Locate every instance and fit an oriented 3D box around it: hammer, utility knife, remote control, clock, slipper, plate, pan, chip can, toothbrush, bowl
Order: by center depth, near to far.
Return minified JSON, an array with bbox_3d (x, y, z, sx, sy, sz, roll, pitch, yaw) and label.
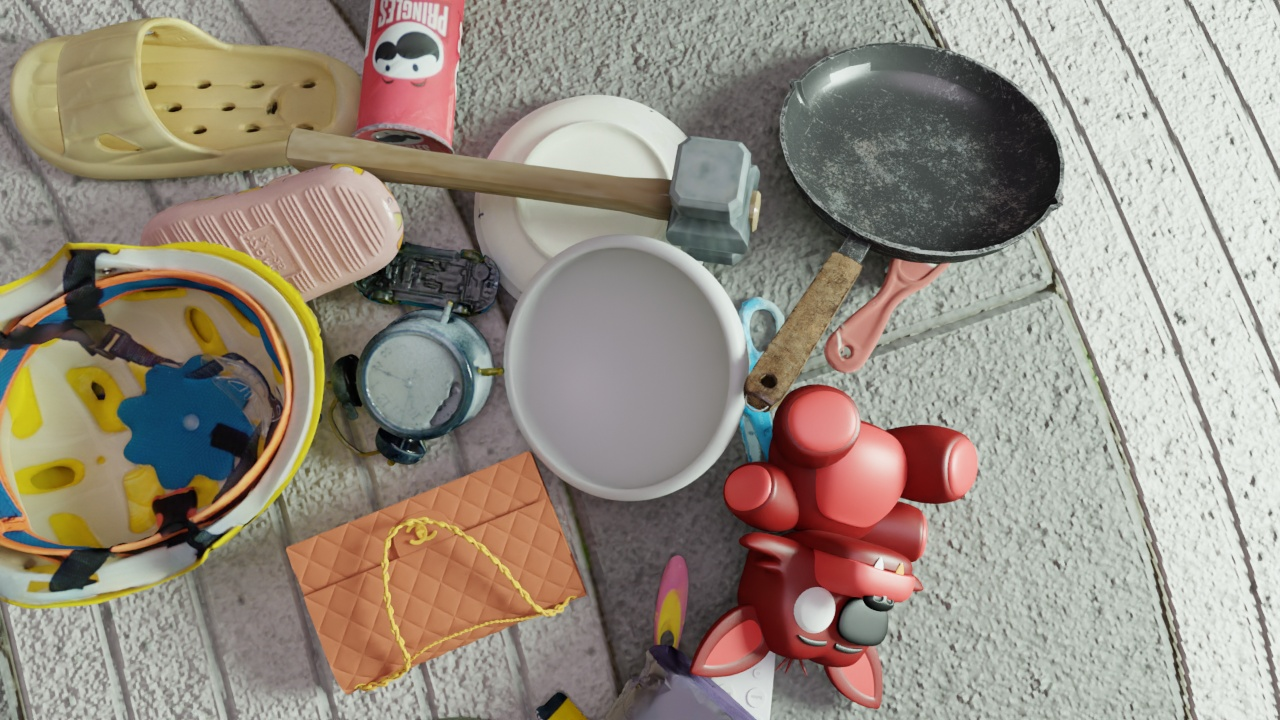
[{"bbox_3d":[-0.081,-0.121,0.617,0.323,0.117,0.051,9,80,8],"label":"hammer"},{"bbox_3d":[-0.013,0.289,0.621,0.155,0.017,0.030,45,52,7],"label":"utility knife"},{"bbox_3d":[-0.004,0.004,0.629,0.177,0.066,0.176,2,95,25],"label":"bowl"},{"bbox_3d":[0.158,-0.093,0.631,0.208,0.040,0.356,30,64,14],"label":"pan"},{"bbox_3d":[0.067,0.247,0.634,0.043,0.013,0.136,7,81,-1],"label":"remote control"},{"bbox_3d":[-0.160,0.018,0.637,0.129,0.052,0.090,-36,97,13],"label":"clock"},{"bbox_3d":[0.017,0.204,0.640,0.021,0.016,0.135,8,78,1],"label":"toothbrush"},{"bbox_3d":[-0.249,-0.087,0.645,0.197,0.081,0.093,-11,117,16],"label":"slipper"},{"bbox_3d":[-0.335,-0.190,0.660,0.261,0.079,0.111,1,84,-2],"label":"slipper"},{"bbox_3d":[-0.034,-0.117,0.679,0.182,0.034,0.182,0,81,-2],"label":"plate"},{"bbox_3d":[-0.165,-0.265,0.680,0.073,0.073,0.232,3,80,-2],"label":"chip can"}]

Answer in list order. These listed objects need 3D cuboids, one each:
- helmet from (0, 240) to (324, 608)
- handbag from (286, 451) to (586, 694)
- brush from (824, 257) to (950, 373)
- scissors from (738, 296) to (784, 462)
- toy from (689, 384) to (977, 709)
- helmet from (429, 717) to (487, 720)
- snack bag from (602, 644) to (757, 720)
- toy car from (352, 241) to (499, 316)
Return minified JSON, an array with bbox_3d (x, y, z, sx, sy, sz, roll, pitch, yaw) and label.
[{"bbox_3d":[-0.314,0.038,0.594,0.239,0.140,0.209,-25,85,-14],"label":"helmet"},{"bbox_3d":[-0.136,0.144,0.623,0.172,0.060,0.109,-22,86,-5],"label":"handbag"},{"bbox_3d":[0.191,-0.058,0.678,0.041,0.030,0.172,39,80,4],"label":"brush"},{"bbox_3d":[0.071,0.023,0.673,0.083,0.015,0.140,-5,83,-4],"label":"scissors"},{"bbox_3d":[0.127,0.124,0.606,0.158,0.121,0.197,18,84,-25],"label":"toy"},{"bbox_3d":[-0.114,0.347,0.539,0.268,0.154,0.227,6,82,0],"label":"helmet"},{"bbox_3d":[0.062,0.283,0.591,0.205,0.058,0.096,39,81,3],"label":"snack bag"},{"bbox_3d":[-0.154,-0.058,0.666,0.105,0.032,0.048,7,80,1],"label":"toy car"}]
